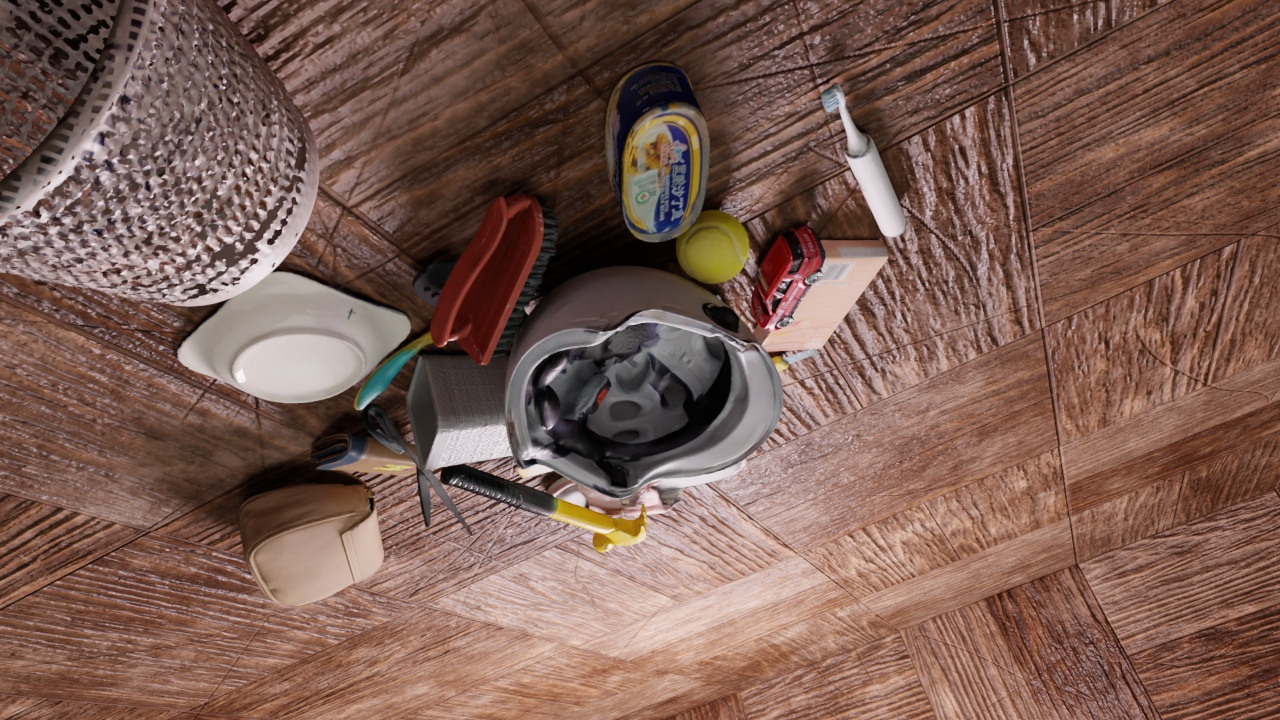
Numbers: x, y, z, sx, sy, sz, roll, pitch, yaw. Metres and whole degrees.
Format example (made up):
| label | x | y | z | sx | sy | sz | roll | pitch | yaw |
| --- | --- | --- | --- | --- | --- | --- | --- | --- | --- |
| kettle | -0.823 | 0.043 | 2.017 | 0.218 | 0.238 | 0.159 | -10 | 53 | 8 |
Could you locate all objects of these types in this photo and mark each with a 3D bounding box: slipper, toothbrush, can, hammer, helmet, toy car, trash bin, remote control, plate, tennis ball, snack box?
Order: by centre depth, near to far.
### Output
| label | x | y | z | sx | sy | sz | roll | pitch | yaw |
| --- | --- | --- | --- | --- | --- | --- | --- | --- | --- |
| trash bin | -0.286 | -0.126 | 0.484 | 0.228 | 0.227 | 0.192 | -23 | 161 | 8 |
| can | 0.013 | -0.157 | 0.714 | 0.074 | 0.049 | 0.148 | -13 | 148 | -9 |
| toothbrush | 0.198 | -0.172 | 0.803 | 0.026 | 0.026 | 0.221 | -36 | 146 | 10 |
| plate | -0.303 | -0.006 | 0.813 | 0.164 | 0.034 | 0.164 | -34 | 145 | 27 |
| tennis ball | 0.064 | -0.101 | 0.813 | 0.065 | 0.065 | 0.066 | -13 | 149 | -8 |
| remote control | -0.149 | -0.054 | 0.820 | 0.053 | 0.024 | 0.136 | -31 | 144 | 15 |
| helmet | -0.005 | 0.005 | 0.859 | 0.258 | 0.145 | 0.230 | 9 | 131 | -26 |
| toy car | 0.138 | -0.079 | 0.900 | 0.045 | 0.052 | 0.121 | -3 | 144 | -19 |
| snack box | 0.186 | -0.066 | 0.966 | 0.084 | 0.026 | 0.158 | -3 | 146 | -23 |
| hammer | -0.113 | 0.182 | 1.150 | 0.300 | 0.032 | 0.129 | 25 | 143 | -34 |
| slipper | 0.011 | 0.167 | 1.221 | 0.274 | 0.054 | 0.114 | -11 | 149 | -7 |

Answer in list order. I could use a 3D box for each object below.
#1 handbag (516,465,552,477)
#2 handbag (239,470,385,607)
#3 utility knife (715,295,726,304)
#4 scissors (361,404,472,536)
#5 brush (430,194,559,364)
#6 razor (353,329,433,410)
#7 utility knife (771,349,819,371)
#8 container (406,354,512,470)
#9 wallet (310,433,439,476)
| label | x | y | z | sx | sy | sz | roll | pitch | yaw |
| --- | --- | --- | --- | --- | --- | --- | --- | --- | --- |
| handbag | -0.068 | 0.093 | 1.075 | 0.163 | 0.063 | 0.179 | -12 | 163 | -8 |
| handbag | -0.374 | 0.200 | 1.050 | 0.147 | 0.099 | 0.205 | -14 | 150 | -20 |
| utility knife | 0.087 | -0.027 | 0.987 | 0.034 | 0.018 | 0.162 | -19 | 148 | 4 |
| scissors | -0.220 | 0.104 | 0.922 | 0.159 | 0.178 | 0.014 | 38 | 105 | -9 |
| brush | -0.120 | -0.071 | 0.750 | 0.069 | 0.063 | 0.146 | -3 | 130 | -51 |
| razor | -0.218 | 0.002 | 0.858 | 0.133 | 0.028 | 0.043 | -37 | 155 | 8 |
| utility knife | 0.119 | 0.019 | 1.078 | 0.192 | 0.015 | 0.033 | -20 | 152 | 3 |
| container | -0.164 | 0.048 | 0.917 | 0.114 | 0.090 | 0.090 | -3 | 147 | -28 |
| wallet | -0.280 | 0.102 | 0.977 | 0.115 | 0.033 | 0.090 | 13 | 161 | -43 |
